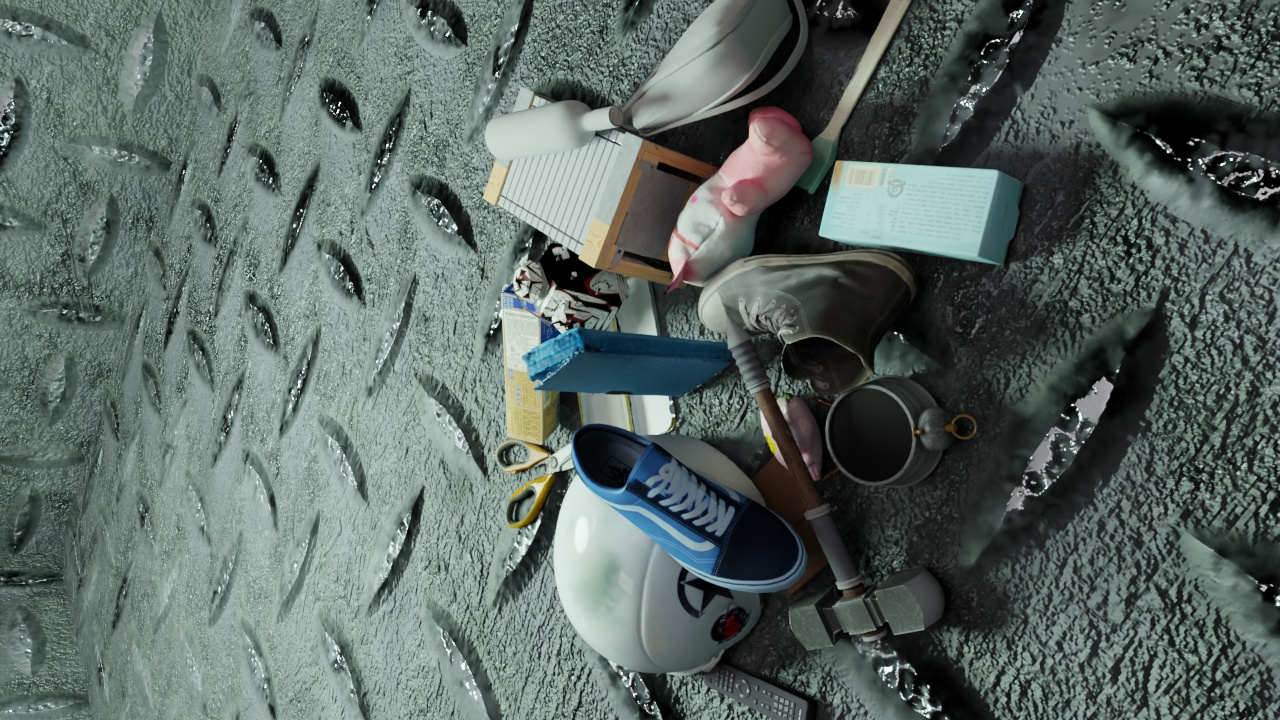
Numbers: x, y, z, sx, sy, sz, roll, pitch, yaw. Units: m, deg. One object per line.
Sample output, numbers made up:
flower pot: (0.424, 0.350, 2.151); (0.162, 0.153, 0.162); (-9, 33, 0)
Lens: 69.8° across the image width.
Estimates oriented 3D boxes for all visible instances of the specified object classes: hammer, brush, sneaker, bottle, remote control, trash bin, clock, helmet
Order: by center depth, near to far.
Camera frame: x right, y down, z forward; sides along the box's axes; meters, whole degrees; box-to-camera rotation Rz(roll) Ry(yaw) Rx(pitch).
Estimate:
sneaker: (0.033, 0.129, 0.823); (0.241, 0.098, 0.083); (27, 75, 22)
clock: (0.230, 0.064, 0.825); (0.148, 0.056, 0.104); (-10, 85, 45)
hammer: (0.146, 0.103, 0.839); (0.156, 0.042, 0.322); (-27, 86, 40)
sneaker: (0.137, -0.032, 0.881); (0.235, 0.095, 0.119); (2, 48, 40)
brush: (0.215, -0.271, 0.925); (0.033, 0.012, 0.218); (41, 112, 42)
remote control: (0.118, 0.336, 0.930); (0.137, 0.015, 0.032); (7, 89, 49)
helmet: (-0.004, 0.209, 0.965); (0.237, 0.163, 0.264); (27, 107, 47)
bottle: (-0.092, -0.253, 1.000); (0.196, 0.052, 0.052); (5, 88, 46)
clock: (-0.080, -0.084, 1.054); (0.114, 0.154, 0.065); (41, 125, 13)
trash bin: (-0.046, -0.206, 1.088); (0.247, 0.142, 0.142); (35, 109, 43)
remote control: (-0.110, 0.034, 1.215); (0.125, 0.009, 0.046); (15, 95, 46)

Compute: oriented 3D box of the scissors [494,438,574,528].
scissors: (-0.126, 0.130, 1.213); (0.226, 0.016, 0.161); (-43, 56, 32)

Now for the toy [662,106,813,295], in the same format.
toy: (0.096, -0.160, 0.958); (0.214, 0.084, 0.141); (-55, 7, 22)

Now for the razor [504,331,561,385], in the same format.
razor: (-0.130, -0.002, 1.208); (0.143, 0.047, 0.052); (-37, 24, 33)

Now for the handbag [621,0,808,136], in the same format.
handbag: (0.062, -0.318, 1.011); (0.223, 0.095, 0.215); (-20, 30, 46)

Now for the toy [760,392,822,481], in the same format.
toy: (0.150, 0.074, 0.903); (0.102, 0.050, 0.093); (-172, 61, -87)

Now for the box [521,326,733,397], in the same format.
box: (-0.005, 0.006, 0.953); (0.093, 0.231, 0.048); (-21, 73, 40)

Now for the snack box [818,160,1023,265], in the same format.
snack box: (0.251, -0.137, 0.837); (0.175, 0.053, 0.075); (17, 96, 47)

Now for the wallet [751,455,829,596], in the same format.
wallet: (0.148, 0.164, 0.927); (0.088, 0.013, 0.121); (-54, 50, 32)

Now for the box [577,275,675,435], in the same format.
box: (-0.025, 0.000, 1.115); (0.130, 0.038, 0.209); (-20, 69, 28)

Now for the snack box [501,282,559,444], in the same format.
snack box: (-0.136, 0.001, 1.150); (0.056, 0.057, 0.207); (12, 120, 18)
